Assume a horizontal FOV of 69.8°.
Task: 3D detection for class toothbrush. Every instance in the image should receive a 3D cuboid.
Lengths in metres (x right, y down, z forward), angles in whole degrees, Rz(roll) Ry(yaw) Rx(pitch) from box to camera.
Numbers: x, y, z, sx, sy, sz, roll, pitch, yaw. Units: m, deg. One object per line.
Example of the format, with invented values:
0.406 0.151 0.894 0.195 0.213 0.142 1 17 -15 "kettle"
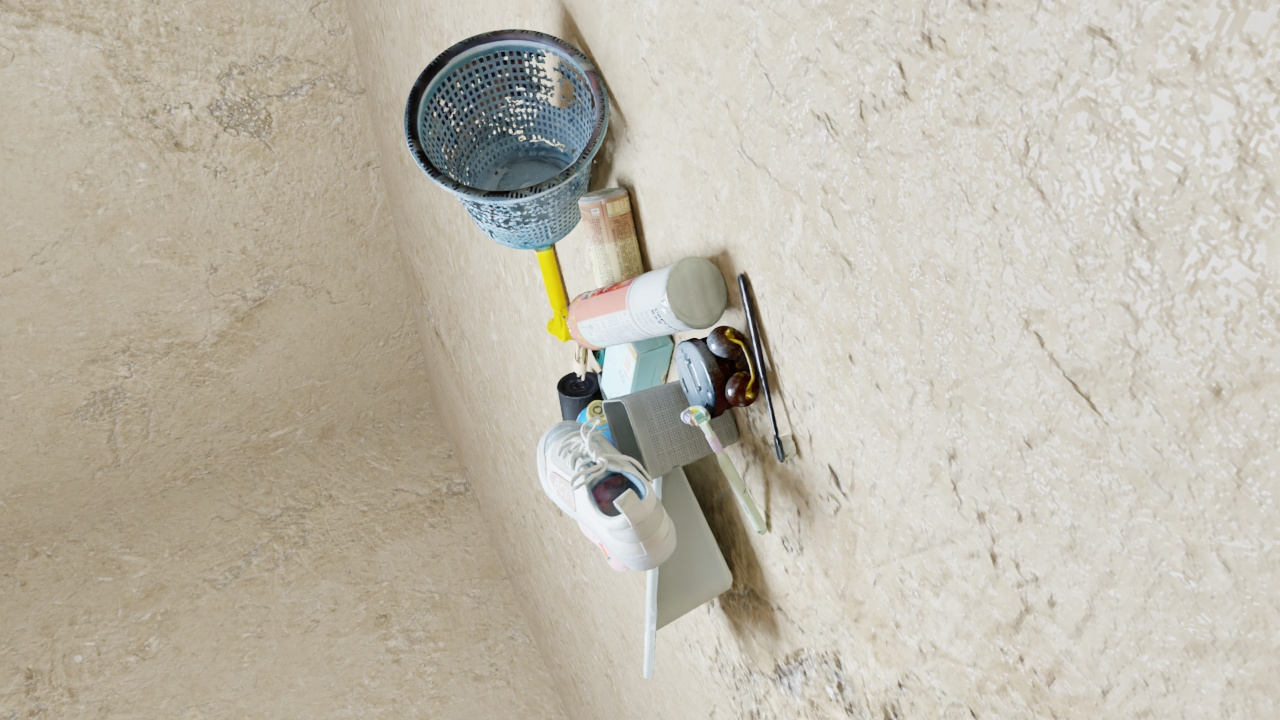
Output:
0.115 0.006 0.851 0.015 0.018 0.181 -138 33 -86 "toothbrush"
0.090 0.116 0.927 0.189 0.029 0.020 59 -145 -33 "toothbrush"

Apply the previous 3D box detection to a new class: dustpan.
0.014 0.232 1.103 0.257 0.142 0.223 63 173 14 "dustpan"

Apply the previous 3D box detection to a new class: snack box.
-0.007 0.007 1.139 0.175 0.051 0.074 101 147 -55 "snack box"

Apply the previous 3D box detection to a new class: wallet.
-0.087 -0.024 1.325 0.115 0.024 0.087 101 167 -69 "wallet"

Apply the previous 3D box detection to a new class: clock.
0.079 0.010 0.892 0.122 0.055 0.082 147 104 -71 "clock"

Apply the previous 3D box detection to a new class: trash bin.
-0.144 -0.240 1.093 0.195 0.226 0.226 84 162 -70 "trash bin"

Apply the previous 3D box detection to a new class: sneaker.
-0.052 0.114 0.937 0.242 0.089 0.091 39 159 52 "sneaker"

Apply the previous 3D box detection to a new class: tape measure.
-0.057 -0.021 1.297 0.058 0.025 0.054 91 155 -46 "tape measure"

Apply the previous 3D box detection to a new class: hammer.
-0.148 -0.171 1.403 0.129 0.032 0.301 19 126 67 "hammer"

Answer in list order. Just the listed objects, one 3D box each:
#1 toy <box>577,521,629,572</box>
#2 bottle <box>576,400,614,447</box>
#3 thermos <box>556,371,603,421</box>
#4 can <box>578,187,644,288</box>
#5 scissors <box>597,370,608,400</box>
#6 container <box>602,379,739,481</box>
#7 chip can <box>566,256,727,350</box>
-0.049 0.240 1.401 0.159 0.054 0.122 57 134 27 "toy"
-0.058 0.102 1.276 0.219 0.065 0.065 96 151 -71 "bottle"
-0.091 0.127 1.461 0.090 0.068 0.243 44 148 45 "thermos"
-0.033 -0.138 1.064 0.058 0.058 0.116 -150 46 -64 "can"
-0.027 0.094 1.346 0.180 0.014 0.160 66 164 9 "scissors"
0.034 0.068 0.982 0.090 0.114 0.090 171 82 -72 "container"
-0.001 -0.054 0.961 0.215 0.071 0.071 -10 98 59 "chip can"
